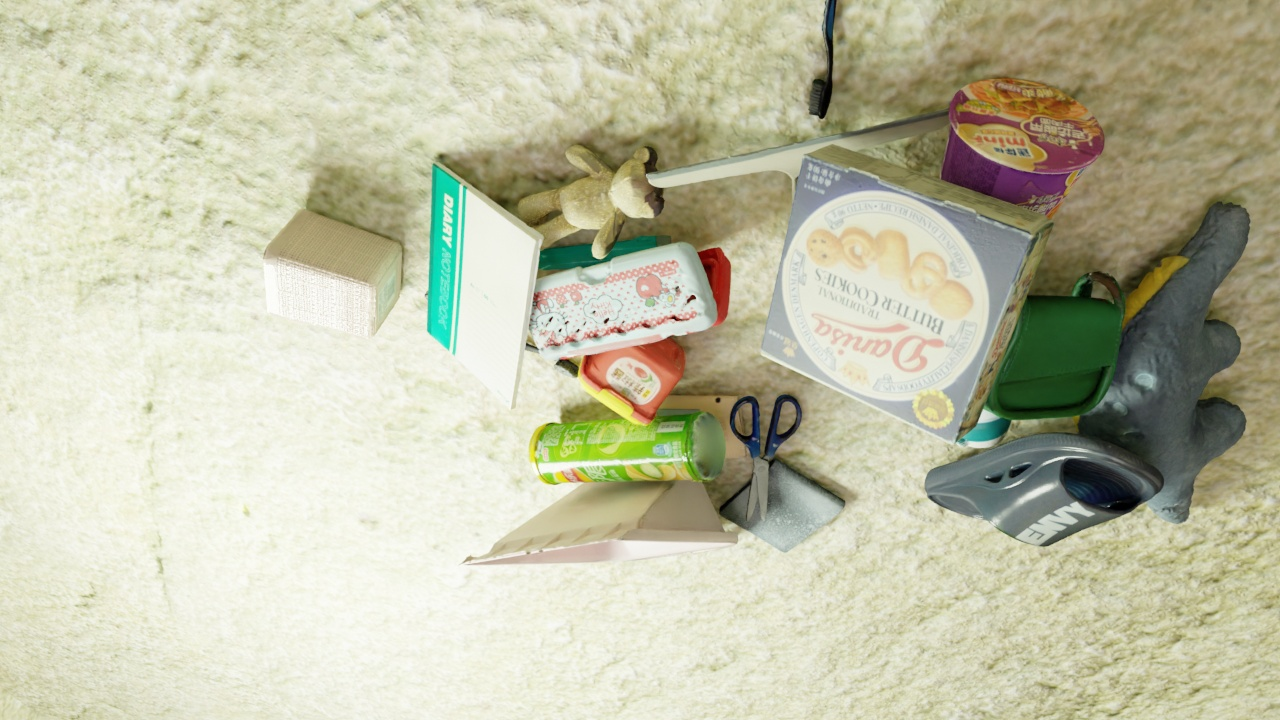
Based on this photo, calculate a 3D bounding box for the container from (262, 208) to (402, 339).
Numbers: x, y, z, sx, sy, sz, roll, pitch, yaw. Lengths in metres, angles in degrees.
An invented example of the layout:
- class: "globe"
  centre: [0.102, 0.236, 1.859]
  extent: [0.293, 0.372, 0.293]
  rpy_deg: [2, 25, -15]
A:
- class: "container"
  centre: [-0.309, -0.085, 0.935]
  extent: [0.111, 0.089, 0.090]
  rpy_deg: [17, 132, 0]

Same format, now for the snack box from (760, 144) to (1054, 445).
- class: "snack box"
  centre: [0.194, -0.051, 0.708]
  extent: [0.178, 0.045, 0.183]
  rpy_deg: [28, 126, 30]

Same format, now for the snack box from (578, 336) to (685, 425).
- class: "snack box"
  centre: [-0.005, 0.005, 0.924]
  extent: [0.091, 0.081, 0.080]
  rpy_deg: [35, 117, -13]

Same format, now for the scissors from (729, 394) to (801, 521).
- class: "scissors"
  centre: [0.119, 0.107, 0.978]
  extent: [0.128, 0.012, 0.174]
  rpy_deg: [22, 116, -19]

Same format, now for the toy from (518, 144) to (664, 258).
- class: "toy"
  centre: [-0.047, -0.139, 0.830]
  extent: [0.158, 0.066, 0.105]
  rpy_deg: [-13, 81, 31]

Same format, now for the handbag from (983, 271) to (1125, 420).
- class: "handbag"
  centre: [0.322, -0.015, 0.745]
  extent: [0.131, 0.068, 0.120]
  rpy_deg: [0, 114, -20]

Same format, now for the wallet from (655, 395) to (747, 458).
- class: "wallet"
  centre: [0.056, 0.073, 0.995]
  extent: [0.115, 0.024, 0.087]
  rpy_deg: [-1, 124, 18]

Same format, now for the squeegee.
- class: "squeegee"
  centre: [0.148, -0.096, 0.814]
  extent: [0.246, 0.039, 0.247]
  rpy_deg: [-12, 132, 5]

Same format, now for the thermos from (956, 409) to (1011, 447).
- class: "thermos"
  centre: [0.300, -0.018, 0.813]
  extent: [0.073, 0.073, 0.224]
  rpy_deg: [-1, 128, 19]

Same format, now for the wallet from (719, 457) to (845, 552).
- class: "wallet"
  centre: [0.158, 0.167, 1.043]
  extent: [0.097, 0.019, 0.121]
  rpy_deg: [32, 132, -7]

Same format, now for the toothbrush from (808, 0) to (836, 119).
- class: "toothbrush"
  centre: [0.141, -0.271, 0.686]
  extent: [0.016, 0.014, 0.190]
  rpy_deg: [24, 136, 30]

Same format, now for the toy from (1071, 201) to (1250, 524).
- class: "toy"
  centre: [0.451, 0.036, 0.802]
  extent: [0.138, 0.091, 0.357]
  rpy_deg: [-21, 126, -2]

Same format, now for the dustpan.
- class: "dustpan"
  centre: [-0.016, 0.211, 1.008]
  extent: [0.223, 0.272, 0.139]
  rpy_deg: [-15, 100, 36]

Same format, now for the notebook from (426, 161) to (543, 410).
- class: "notebook"
  centre: [-0.160, -0.070, 0.899]
  extent: [0.150, 0.012, 0.210]
  rpy_deg: [38, 135, 26]

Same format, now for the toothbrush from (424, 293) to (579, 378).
- class: "toothbrush"
  centre: [-0.147, -0.026, 0.981]
  extent: [0.189, 0.016, 0.014]
  rpy_deg: [27, 131, -3]

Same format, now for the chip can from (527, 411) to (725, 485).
- class: "chip can"
  centre: [-0.015, 0.095, 0.977]
  extent: [0.222, 0.072, 0.072]
  rpy_deg: [-7, 127, 35]

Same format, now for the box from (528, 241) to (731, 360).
- class: "box"
  centre: [-0.023, -0.057, 0.838]
  extent: [0.202, 0.094, 0.091]
  rpy_deg: [-11, 150, 33]

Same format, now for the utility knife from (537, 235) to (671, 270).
- class: "utility knife"
  centre: [-0.043, -0.103, 0.885]
  extent: [0.161, 0.013, 0.029]
  rpy_deg: [-2, 125, 23]

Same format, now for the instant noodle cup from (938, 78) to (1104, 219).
- class: "instant noodle cup"
  centre: [0.276, -0.140, 0.695]
  extent: [0.111, 0.111, 0.099]
  rpy_deg: [11, 140, 8]

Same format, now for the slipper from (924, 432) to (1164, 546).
- class: "slipper"
  centre: [0.356, 0.134, 0.841]
  extent: [0.110, 0.083, 0.269]
  rpy_deg: [24, 160, -11]
